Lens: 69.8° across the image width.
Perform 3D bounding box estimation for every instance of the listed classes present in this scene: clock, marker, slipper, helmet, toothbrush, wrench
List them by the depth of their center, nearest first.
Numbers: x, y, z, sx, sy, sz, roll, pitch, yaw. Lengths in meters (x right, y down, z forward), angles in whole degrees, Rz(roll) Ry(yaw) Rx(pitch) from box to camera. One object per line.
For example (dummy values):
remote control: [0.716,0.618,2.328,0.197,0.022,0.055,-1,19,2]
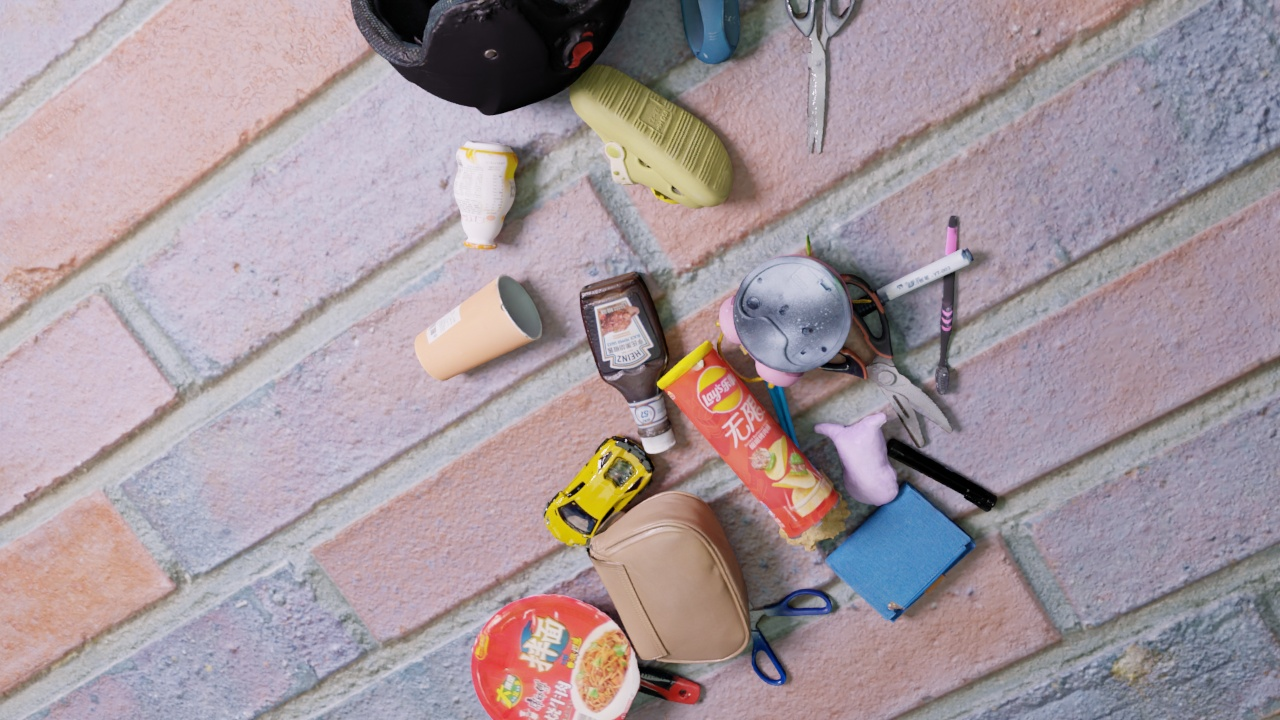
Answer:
helmet: [-0.120,-0.347,0.816,0.275,0.230,0.233,-21,77,7]
slipper: [0.005,-0.216,0.919,0.190,0.091,0.082,35,143,-11]
clock: [0.144,-0.039,0.929,0.117,0.059,0.159,48,114,3]
marker: [0.278,-0.079,0.943,0.131,0.018,0.022,-25,110,18]
toothbrush: [0.319,-0.055,0.951,0.014,0.017,0.189,1,104,7]
marker: [0.325,0.124,0.995,0.132,0.020,0.022,29,63,-2]
wrench: [-0.062,0.371,1.107,0.273,0.016,0.056,11,107,4]

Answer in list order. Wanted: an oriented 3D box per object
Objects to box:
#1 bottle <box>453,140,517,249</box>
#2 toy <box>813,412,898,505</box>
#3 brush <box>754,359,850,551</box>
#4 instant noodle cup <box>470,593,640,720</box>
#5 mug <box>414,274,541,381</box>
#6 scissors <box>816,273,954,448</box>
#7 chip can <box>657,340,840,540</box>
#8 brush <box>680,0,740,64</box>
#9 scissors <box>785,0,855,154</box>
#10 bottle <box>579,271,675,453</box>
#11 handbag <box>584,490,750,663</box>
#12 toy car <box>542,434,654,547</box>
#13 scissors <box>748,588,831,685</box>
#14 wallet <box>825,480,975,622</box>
bottle: [-0.162,-0.171,0.950,0.063,0.063,0.108,9,105,4]
toy: [0.239,0.110,0.991,0.084,0.038,0.108,-10,110,37]
brush: [0.163,0.088,0.999,0.083,0.045,0.255,-16,99,14]
instant noodle cup: [-0.095,0.350,1.064,0.194,0.065,0.194,1,100,7]
mug: [-0.178,-0.030,0.986,0.123,0.078,0.078,-28,100,17]
scissors: [0.240,0.005,0.968,0.216,0.015,0.196,8,117,11]
chip can: [0.112,0.082,0.949,0.073,0.073,0.216,-40,92,14]
brush: [0.063,-0.356,0.870,0.055,0.073,0.144,-8,103,3]
scissors: [0.166,-0.297,0.908,0.136,0.014,0.175,33,109,-4]
bottle: [-0.006,0.006,0.990,0.080,0.044,0.195,-16,103,7]
handbag: [0.037,0.241,1.013,0.148,0.099,0.204,-16,114,13]
toy car: [-0.048,0.152,1.035,0.071,0.041,0.156,42,106,-5]
scissors: [0.141,0.301,1.068,0.162,0.012,0.173,-27,99,15]
wallet: [0.288,0.213,1.015,0.106,0.040,0.133,42,106,4]
